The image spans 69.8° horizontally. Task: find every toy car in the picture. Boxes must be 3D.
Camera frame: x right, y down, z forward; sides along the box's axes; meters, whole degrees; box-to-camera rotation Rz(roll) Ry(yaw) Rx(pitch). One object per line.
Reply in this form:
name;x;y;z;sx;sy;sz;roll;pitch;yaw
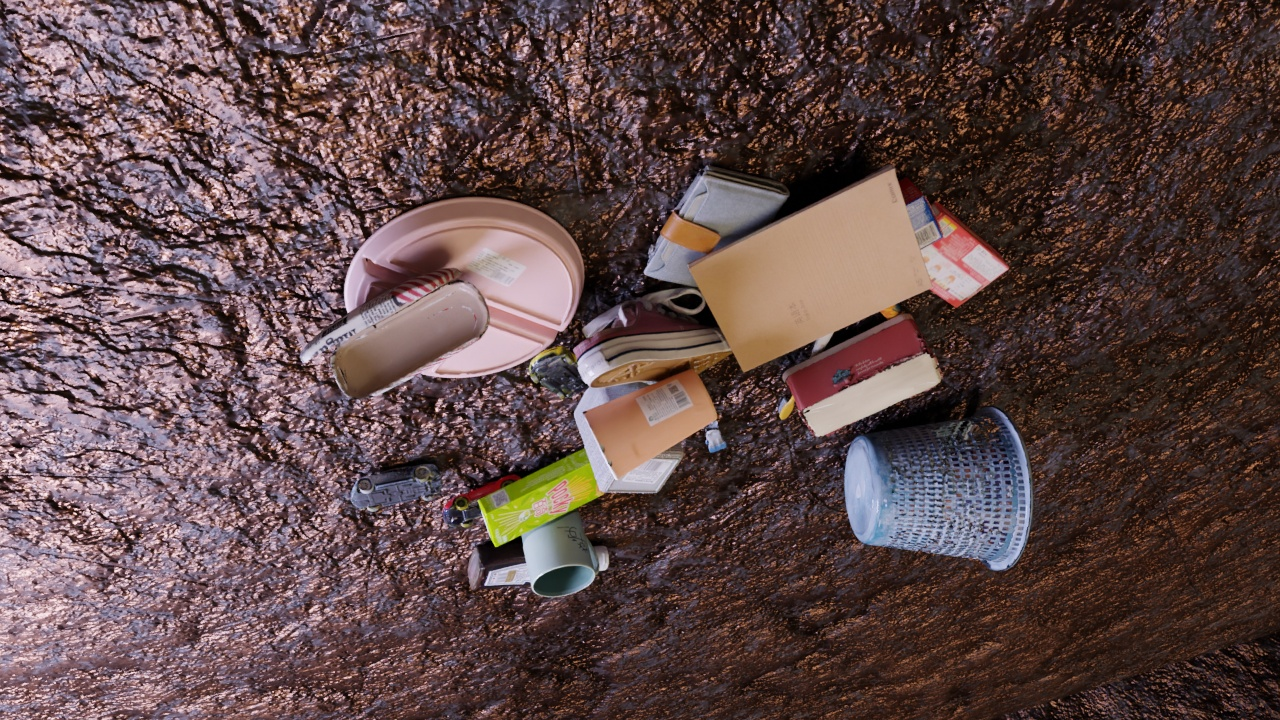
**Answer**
toy car;-0.195;0.174;1.139;0.106;0.031;0.049;-20;142;-16
toy car;-0.084;0.009;0.984;0.048;0.032;0.105;-29;154;12
toy car;-0.285;0.146;1.072;0.105;0.031;0.049;-11;140;-12

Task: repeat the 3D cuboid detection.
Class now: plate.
plate;-0.164;-0.059;0.880;0.229;0.028;0.230;-11;140;-9

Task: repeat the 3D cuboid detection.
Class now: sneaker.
sneaker;0.017;-0.027;0.948;0.119;0.087;0.240;-33;163;36

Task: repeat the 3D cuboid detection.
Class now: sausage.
sausage;0.260;-0.082;1.029;0.021;0.021;0.165;-34;139;19

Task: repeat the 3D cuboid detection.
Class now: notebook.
notebook;0.171;-0.084;0.906;0.212;0.012;0.149;-25;125;10

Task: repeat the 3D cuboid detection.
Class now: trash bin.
trash bin;0.394;0.174;1.261;0.195;0.226;0.227;0;139;-4

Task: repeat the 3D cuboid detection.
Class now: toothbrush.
toothbrush;0.204;0.005;1.118;0.016;0.018;0.192;-3;137;-22

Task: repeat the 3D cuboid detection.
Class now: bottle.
bottle;-0.140;0.284;1.288;0.194;0.044;0.080;1;138;-24

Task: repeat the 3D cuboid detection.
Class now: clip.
clip;0.094;0.097;1.180;0.025;0.035;0.058;-18;146;2

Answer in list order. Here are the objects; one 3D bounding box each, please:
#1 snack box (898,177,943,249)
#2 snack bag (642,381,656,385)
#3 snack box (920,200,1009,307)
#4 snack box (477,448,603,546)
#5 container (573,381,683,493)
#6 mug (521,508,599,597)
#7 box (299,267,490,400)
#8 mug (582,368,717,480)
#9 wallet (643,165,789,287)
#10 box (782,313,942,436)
snack box;0.198;-0.104;0.937;0.208;0.058;0.057;-30;119;13
snack bag;-0.006;0.006;1.017;0.105;0.045;0.026;16;173;-35
snack box;0.340;-0.115;1.019;0.152;0.025;0.075;23;127;-40
snack box;-0.120;0.169;1.141;0.156;0.026;0.086;-24;145;-17
container;-0.012;0.085;1.043;0.090;0.114;0.090;5;136;-26
mug;-0.101;0.246;1.205;0.111;0.106;0.082;24;124;-40
box;-0.221;-0.026;0.813;0.162;0.076;0.087;-25;168;13
mug;0.012;0.060;0.938;0.122;0.078;0.078;-27;142;-3
wallet;0.071;-0.123;0.891;0.106;0.037;0.130;6;135;-29
box;0.266;0.027;1.085;0.168;0.078;0.091;-27;142;13
